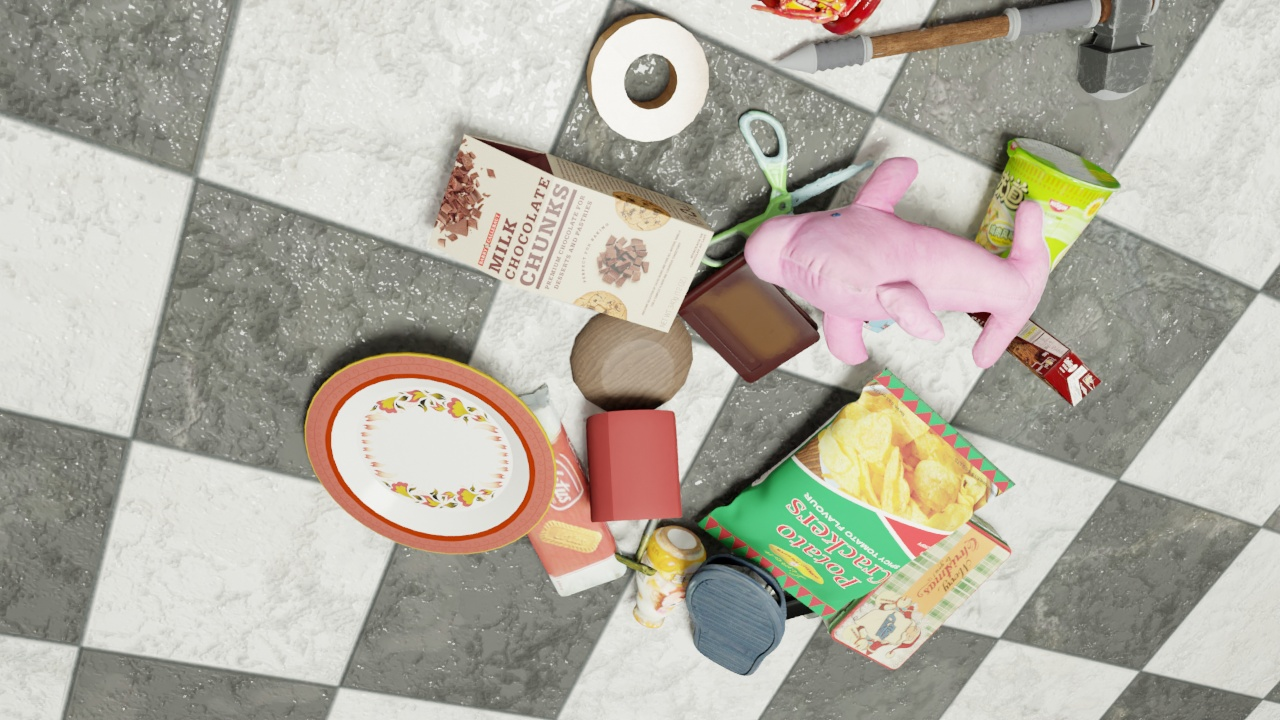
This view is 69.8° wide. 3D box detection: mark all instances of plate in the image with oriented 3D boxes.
[{"bbox_3d":[-0.187,0.086,0.830,0.230,0.021,0.230,4,124,5],"label":"plate"}]

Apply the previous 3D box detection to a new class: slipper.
[{"bbox_3d":[0.107,0.253,0.950,0.101,0.082,0.264,24,151,17],"label":"slipper"}]

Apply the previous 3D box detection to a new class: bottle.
[{"bbox_3d":[0.123,-0.291,0.673,0.111,0.099,0.099,19,112,-28],"label":"bottle"},{"bbox_3d":[0.025,0.227,0.953,0.063,0.063,0.109,12,115,-18],"label":"bottle"}]

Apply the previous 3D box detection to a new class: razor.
[{"bbox_3d":[0.013,0.159,0.917,0.026,0.042,0.105,32,78,-43],"label":"razor"}]

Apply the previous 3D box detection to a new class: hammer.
[{"bbox_3d":[0.268,-0.270,0.754,0.322,0.043,0.156,-11,120,-4],"label":"hammer"}]

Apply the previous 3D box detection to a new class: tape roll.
[{"bbox_3d":[0.005,-0.223,0.726,0.094,0.027,0.094,-5,119,-10],"label":"tape roll"}]

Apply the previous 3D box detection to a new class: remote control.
[{"bbox_3d":[0.167,0.277,1.024,0.124,0.011,0.028,-17,116,5],"label":"remote control"}]

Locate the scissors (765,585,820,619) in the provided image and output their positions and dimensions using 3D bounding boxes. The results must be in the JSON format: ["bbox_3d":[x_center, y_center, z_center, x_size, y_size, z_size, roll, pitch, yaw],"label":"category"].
[{"bbox_3d":[0.195,0.222,1.017,0.132,0.012,0.170,35,105,-20],"label":"scissors"}]

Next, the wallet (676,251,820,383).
[{"bbox_3d":[0.098,-0.038,0.840,0.092,0.018,0.115,-35,119,27],"label":"wallet"}]

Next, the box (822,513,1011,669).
[{"bbox_3d":[0.308,0.252,1.037,0.117,0.050,0.206,32,106,-26],"label":"box"}]

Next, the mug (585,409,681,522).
[{"bbox_3d":[-0.011,0.100,0.856,0.080,0.117,0.096,0,80,-17],"label":"mug"}]

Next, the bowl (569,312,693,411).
[{"bbox_3d":[-0.005,0.005,0.845,0.117,0.030,0.118,-5,119,-10],"label":"bowl"}]

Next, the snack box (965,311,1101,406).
[{"bbox_3d":[0.357,-0.017,0.849,0.051,0.140,0.032,36,105,-26],"label":"snack box"}]

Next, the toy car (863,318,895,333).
[{"bbox_3d":[0.198,-0.077,0.843,0.060,0.027,0.108,-40,106,17],"label":"toy car"}]

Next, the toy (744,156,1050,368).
[{"bbox_3d":[0.220,-0.065,0.759,0.265,0.127,0.187,7,114,-9],"label":"toy"}]

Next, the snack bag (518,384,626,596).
[{"bbox_3d":[-0.084,0.134,0.894,0.077,0.041,0.225,-21,121,1],"label":"snack bag"}]

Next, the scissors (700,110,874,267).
[{"bbox_3d":[0.123,-0.135,0.797,0.171,0.021,0.172,-28,108,9],"label":"scissors"}]

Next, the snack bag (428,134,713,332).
[{"bbox_3d":[-0.059,-0.106,0.751,0.206,0.069,0.094,16,113,-19],"label":"snack bag"}]

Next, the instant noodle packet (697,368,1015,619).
[{"bbox_3d":[0.216,0.146,0.929,0.195,0.090,0.253,39,114,-18],"label":"instant noodle packet"}]

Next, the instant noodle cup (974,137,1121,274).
[{"bbox_3d":[0.353,-0.129,0.821,0.099,0.098,0.108,8,123,-17],"label":"instant noodle cup"}]
